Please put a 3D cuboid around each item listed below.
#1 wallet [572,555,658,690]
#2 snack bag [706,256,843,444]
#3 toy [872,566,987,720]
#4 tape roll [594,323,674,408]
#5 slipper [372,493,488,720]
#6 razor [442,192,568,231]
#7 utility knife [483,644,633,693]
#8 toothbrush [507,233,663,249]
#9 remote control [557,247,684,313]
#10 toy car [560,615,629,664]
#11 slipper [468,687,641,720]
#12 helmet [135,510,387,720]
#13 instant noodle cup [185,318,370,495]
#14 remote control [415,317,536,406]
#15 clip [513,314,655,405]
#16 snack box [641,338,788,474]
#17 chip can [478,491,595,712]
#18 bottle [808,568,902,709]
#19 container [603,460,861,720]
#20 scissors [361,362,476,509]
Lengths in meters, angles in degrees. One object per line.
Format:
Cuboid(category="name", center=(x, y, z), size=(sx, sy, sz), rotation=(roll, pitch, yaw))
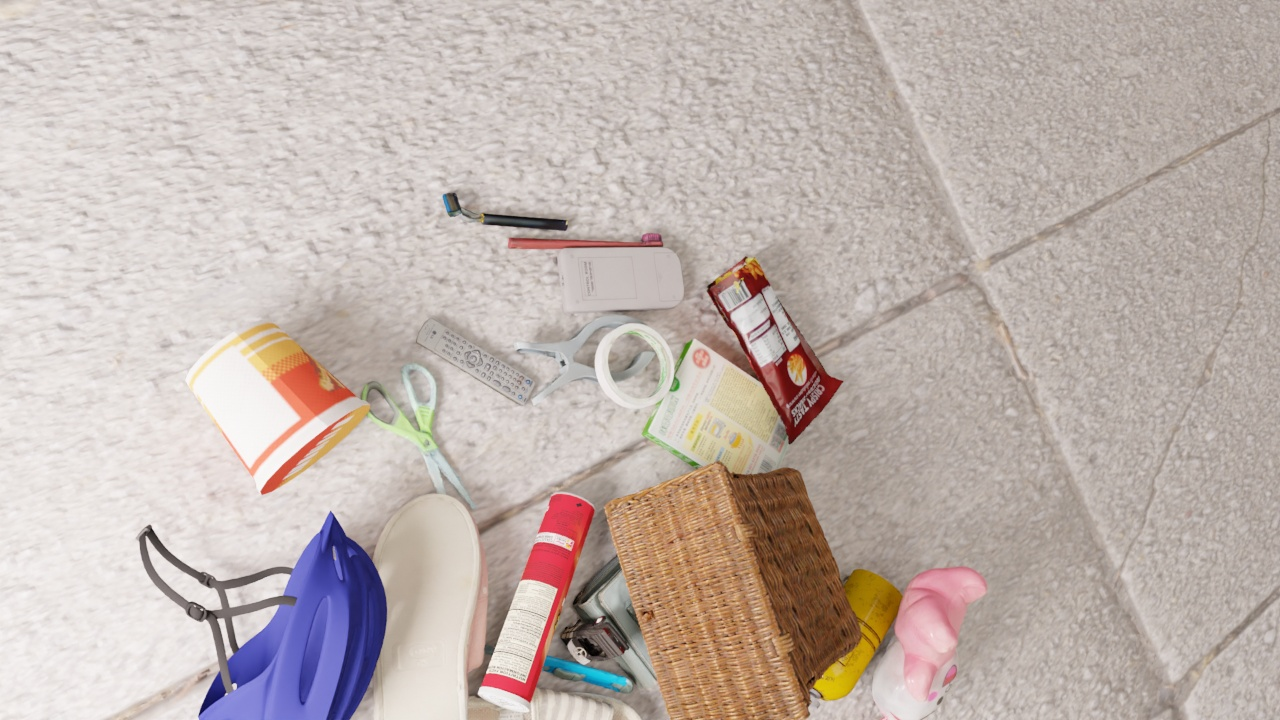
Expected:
Cuboid(category="wallet", center=(0.002, 0.278, 0.992), size=(0.100, 0.054, 0.131), rotation=(-42, 103, -24))
Cuboid(category="snack bag", center=(0.162, -0.021, 1.100), size=(0.208, 0.067, 0.138), rotation=(54, 43, -6))
Cuboid(category="toy", center=(0.326, 0.337, 1.060), size=(0.141, 0.084, 0.213), rotation=(-37, 140, -41))
Cuboid(category="tape roll", center=(-0.006, 0.006, 1.024), size=(0.093, 0.018, 0.093), rotation=(7, 75, -27))
Cuboid(category="slipper", center=(-0.207, 0.266, 0.891), size=(0.114, 0.055, 0.274), rotation=(3, 68, -11))
Cuboid(category="razor", center=(-0.149, -0.158, 1.025), size=(0.144, 0.022, 0.042), rotation=(6, 38, -26))
Cuboid(category="utility knife", center=(-0.088, 0.320, 0.956), size=(0.185, 0.031, 0.015), rotation=(21, 37, -15))
Cuboid(category="toothbrush", center=(-0.061, -0.138, 1.061), size=(0.189, 0.016, 0.016), rotation=(-3, 77, -24))
Cuboid(category="remote control", center=(-0.021, -0.094, 1.067), size=(0.151, 0.019, 0.074), rotation=(-4, 81, -23))
Cuboid(category="toy car", center=(-0.049, 0.290, 0.940), size=(0.040, 0.093, 0.037), rotation=(52, 53, -7))
Cuboid(category="slipper", center=(-0.123, 0.382, 0.916), size=(0.272, 0.054, 0.114), rotation=(9, 80, -20))
Cuboid(category="helmet", center=(-0.339, 0.237, 0.792), size=(0.227, 0.148, 0.241), rotation=(25, 80, -20))
Cuboid(category="instant noodle cup", center=(-0.341, 0.038, 0.853), size=(0.123, 0.124, 0.121), rotation=(-42, 90, -25))
Cuboid(category="remote control", center=(-0.176, 0.002, 0.984), size=(0.136, 0.013, 0.033), rotation=(32, 67, -15))
Cuboid(category="clip", center=(-0.065, -0.022, 1.026), size=(0.162, 0.028, 0.115), rotation=(-18, 87, -31))
Cuboid(category="snack box", center=(0.100, 0.073, 1.083), size=(0.168, 0.027, 0.131), rotation=(33, 67, -14))
Cuboid(category="chip can", center=(-0.101, 0.238, 0.927), size=(0.052, 0.052, 0.214), rotation=(29, 57, -16))
Cuboid(category="bottle", center=(0.237, 0.329, 1.070), size=(0.071, 0.071, 0.163), rotation=(44, 66, -10))
Cuboid(category="container", center=(0.109, 0.234, 0.960), size=(0.182, 0.163, 0.250), rotation=(-5, 73, -52))
Cuboid(category="scissors", center=(-0.229, 0.092, 0.946), size=(0.092, 0.032, 0.175), rotation=(-20, 84, -28))
